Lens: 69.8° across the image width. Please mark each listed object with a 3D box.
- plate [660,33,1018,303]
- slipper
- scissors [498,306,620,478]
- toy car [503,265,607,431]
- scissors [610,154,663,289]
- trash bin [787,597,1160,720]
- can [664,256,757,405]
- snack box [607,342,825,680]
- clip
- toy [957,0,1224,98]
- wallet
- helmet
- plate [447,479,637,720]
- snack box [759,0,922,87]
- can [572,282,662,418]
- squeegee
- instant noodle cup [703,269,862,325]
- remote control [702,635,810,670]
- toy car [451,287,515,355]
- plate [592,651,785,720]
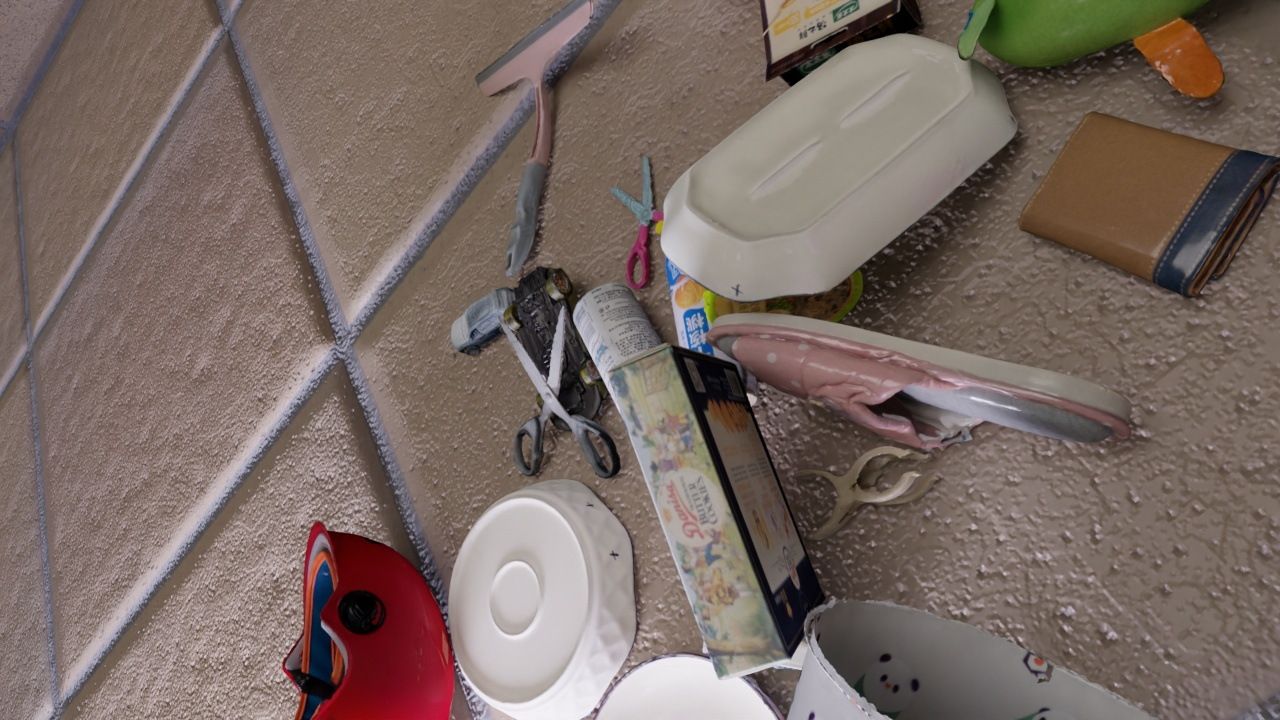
[{"bbox_3d":[0.129,-0.143,0.619,0.265,0.034,0.162,-38,51,-13],"label":"plate"},{"bbox_3d":[0.160,0.019,0.584,0.275,0.114,0.054,13,81,35],"label":"slipper"},{"bbox_3d":[-0.075,0.035,0.795,0.159,0.014,0.179,29,123,27],"label":"scissors"},{"bbox_3d":[-0.074,-0.011,0.831,0.070,0.042,0.158,-30,71,32],"label":"toy car"},{"bbox_3d":[0.003,-0.120,0.821,0.133,0.017,0.118,44,110,44],"label":"scissors"},{"bbox_3d":[0.148,0.284,0.447,0.230,0.229,0.252,25,99,42],"label":"trash bin"},{"bbox_3d":[0.055,-0.027,0.720,0.053,0.053,0.134,-25,62,32],"label":"can"},{"bbox_3d":[0.055,0.086,0.573,0.046,0.177,0.182,-22,80,15],"label":"snack box"},{"bbox_3d":[0.150,0.086,0.621,0.100,0.034,0.070,-26,62,37],"label":"clip"},{"bbox_3d":[0.311,-0.260,0.552,0.247,0.090,0.226,-24,62,37],"label":"toy"},{"bbox_3d":[0.300,-0.096,0.550,0.115,0.033,0.090,36,98,42],"label":"wallet"},{"bbox_3d":[-0.241,0.269,0.820,0.208,0.143,0.239,-47,39,48],"label":"helmet"},{"bbox_3d":[-0.092,0.203,0.782,0.205,0.045,0.204,-14,67,37],"label":"plate"},{"bbox_3d":[0.150,-0.278,0.714,0.113,0.053,0.125,-19,63,35],"label":"snack box"},{"bbox_3d":[-0.004,0.004,0.758,0.058,0.058,0.146,-44,53,22],"label":"can"},{"bbox_3d":[-0.111,-0.204,0.926,0.248,0.040,0.249,-6,78,55],"label":"squeegee"},{"bbox_3d":[0.095,-0.093,0.680,0.112,0.111,0.123,-29,52,31],"label":"instant noodle cup"},{"bbox_3d":[0.103,0.196,0.615,0.125,0.049,0.024,-4,72,39],"label":"remote control"},{"bbox_3d":[-0.158,-0.040,0.919,0.091,0.034,0.043,-30,63,32],"label":"toy car"},{"bbox_3d":[0.040,0.304,0.642,0.193,0.039,0.192,-13,69,37],"label":"plate"}]
